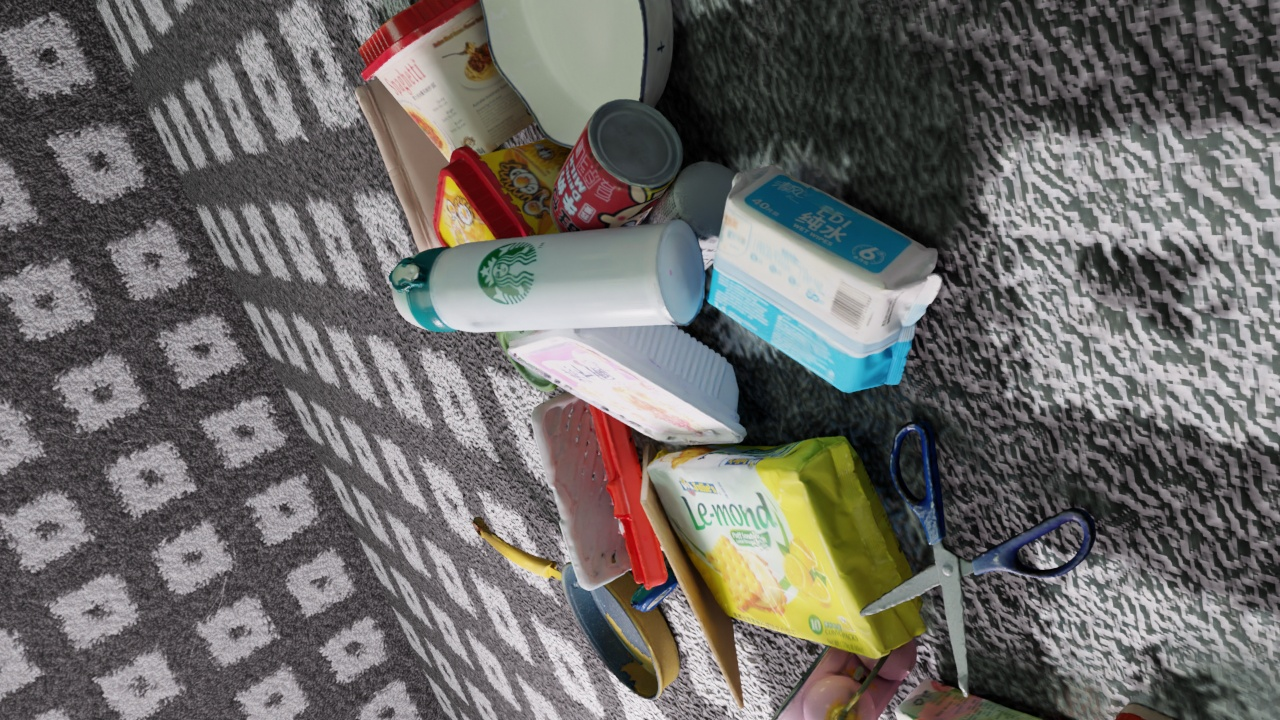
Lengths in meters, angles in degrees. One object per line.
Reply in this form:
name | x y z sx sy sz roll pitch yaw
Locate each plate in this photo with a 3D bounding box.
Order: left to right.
plate | -0.048 -0.249 0.642 0.205 0.045 0.205 38 144 35

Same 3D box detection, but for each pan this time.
pan | -0.092 0.298 1.188 0.357 0.078 0.198 38 144 35

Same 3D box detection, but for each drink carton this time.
drink carton | 0.245 0.269 0.646 0.123 0.045 0.053 -6 116 61

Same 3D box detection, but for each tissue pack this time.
tissue pack | 0.106 -0.050 0.550 0.140 0.063 0.090 35 142 23

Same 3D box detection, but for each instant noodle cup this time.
instant noodle cup | -0.150 -0.236 0.764 0.116 0.116 0.124 3 131 58
instant noodle cup | -0.087 -0.119 0.743 0.116 0.123 0.116 53 152 13
instant noodle cup | -0.004 0.004 0.726 0.173 0.060 0.138 33 161 -22

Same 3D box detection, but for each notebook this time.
notebook | 0.047 0.192 0.847 0.149 0.012 0.211 -84 -30 -77

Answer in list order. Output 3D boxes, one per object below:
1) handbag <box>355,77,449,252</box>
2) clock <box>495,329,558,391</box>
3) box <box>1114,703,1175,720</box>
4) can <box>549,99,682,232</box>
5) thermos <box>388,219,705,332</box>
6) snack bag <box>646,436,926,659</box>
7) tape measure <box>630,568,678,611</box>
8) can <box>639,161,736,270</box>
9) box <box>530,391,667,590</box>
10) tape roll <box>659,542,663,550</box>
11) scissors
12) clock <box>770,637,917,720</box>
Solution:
handbag | -0.220 -0.175 0.955 0.193 0.093 0.234 69 163 2
clock | -0.106 -0.044 0.916 0.161 0.056 0.116 48 149 21
box | 0.312 0.298 0.532 0.091 0.077 0.168 13 127 55
can | -0.019 -0.122 0.620 0.066 0.066 0.094 57 149 6
thermos | -0.072 -0.054 0.625 0.225 0.073 0.073 -1 118 29
snack bag | 0.108 0.135 0.722 0.247 0.068 0.158 -11 106 61
tape measure | 0.014 0.248 0.994 0.025 0.054 0.058 47 -178 19
can | 0.024 -0.083 0.664 0.058 0.058 0.147 57 152 6
box | -0.044 0.128 0.900 0.095 0.098 0.201 -120 15 -77
tape roll | 0.012 0.159 0.957 0.086 0.013 0.086 40 146 34
scissors | 0.197 0.119 0.564 0.163 0.012 0.173 -16 80 45
clock | 0.157 0.254 0.706 0.060 0.117 0.159 37 148 19
